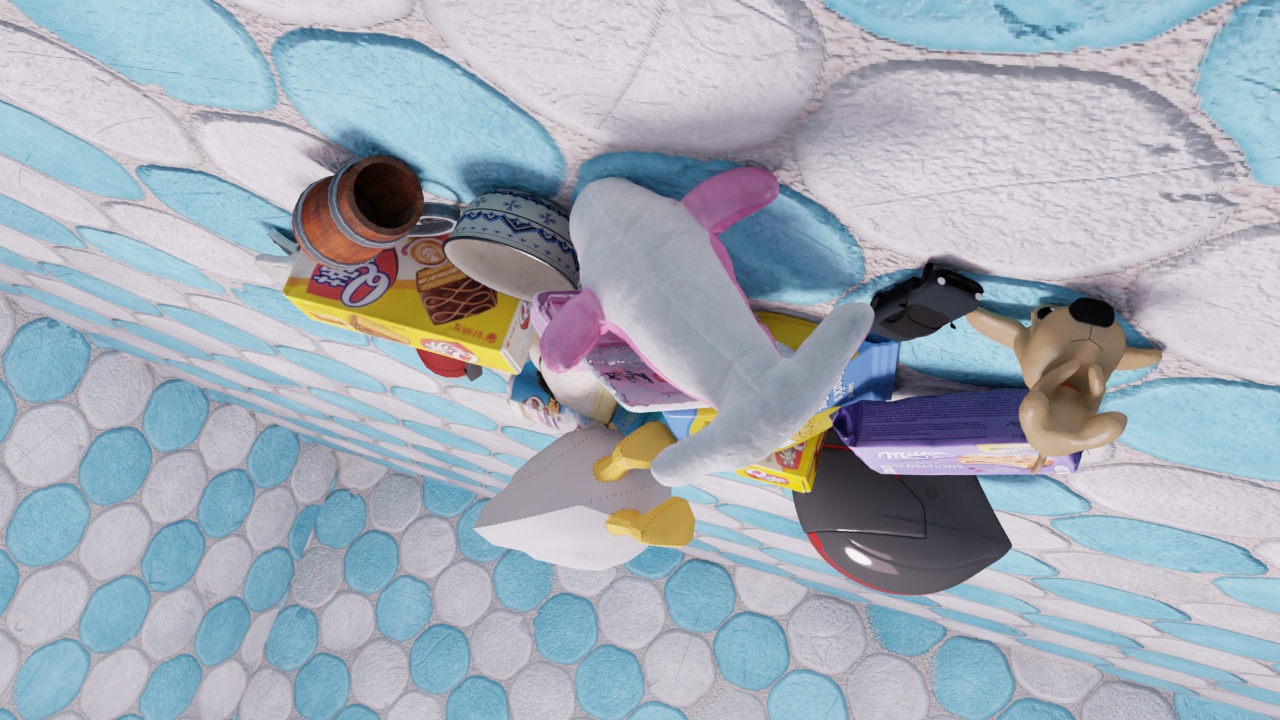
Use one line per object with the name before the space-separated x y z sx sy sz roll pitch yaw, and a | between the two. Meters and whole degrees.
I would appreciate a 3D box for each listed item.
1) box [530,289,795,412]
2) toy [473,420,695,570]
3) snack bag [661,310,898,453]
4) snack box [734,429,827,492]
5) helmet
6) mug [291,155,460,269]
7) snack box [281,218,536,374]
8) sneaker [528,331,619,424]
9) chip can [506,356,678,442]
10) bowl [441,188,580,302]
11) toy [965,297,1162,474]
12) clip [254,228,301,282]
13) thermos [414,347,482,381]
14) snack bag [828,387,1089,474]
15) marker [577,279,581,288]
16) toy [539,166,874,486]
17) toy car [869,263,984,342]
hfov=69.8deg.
box | 0.031 -0.007 0.691 0.200 0.045 0.154 -4 -140 -36
toy | -0.054 0.143 0.950 0.246 0.141 0.268 -10 174 -33
snack bag | 0.129 0.022 0.846 0.205 0.102 0.159 -6 158 11
snack box | 0.146 0.072 0.946 0.084 0.105 0.061 13 163 19
helmet | 0.274 0.167 1.005 0.264 0.169 0.164 18 164 -1
mug | -0.222 -0.124 0.784 0.117 0.081 0.111 8 169 -37
snack box | -0.206 -0.070 0.860 0.230 0.110 0.062 14 163 14
sneaker | -0.052 -0.021 0.857 0.102 0.088 0.242 19 151 1
chip can | -0.063 0.064 1.141 0.230 0.079 0.080 19 167 33
bowl | -0.096 -0.096 0.745 0.115 0.059 0.116 17 164 5
toy | 0.284 0.011 0.615 0.134 0.108 0.106 15 147 11
clip | -0.350 -0.108 1.025 0.151 0.091 0.126 29 166 18
thermos | -0.209 -0.033 1.008 0.108 0.084 0.199 54 167 13
snack bag | 0.279 0.064 0.816 0.206 0.058 0.096 -4 158 32
marker | -0.057 -0.075 0.858 0.022 0.016 0.139 -9 176 -28
toy | 0.038 -0.030 0.600 0.128 0.187 0.265 41 -170 -46
toy car | 0.200 -0.036 0.662 0.046 0.034 0.112 21 163 -9
